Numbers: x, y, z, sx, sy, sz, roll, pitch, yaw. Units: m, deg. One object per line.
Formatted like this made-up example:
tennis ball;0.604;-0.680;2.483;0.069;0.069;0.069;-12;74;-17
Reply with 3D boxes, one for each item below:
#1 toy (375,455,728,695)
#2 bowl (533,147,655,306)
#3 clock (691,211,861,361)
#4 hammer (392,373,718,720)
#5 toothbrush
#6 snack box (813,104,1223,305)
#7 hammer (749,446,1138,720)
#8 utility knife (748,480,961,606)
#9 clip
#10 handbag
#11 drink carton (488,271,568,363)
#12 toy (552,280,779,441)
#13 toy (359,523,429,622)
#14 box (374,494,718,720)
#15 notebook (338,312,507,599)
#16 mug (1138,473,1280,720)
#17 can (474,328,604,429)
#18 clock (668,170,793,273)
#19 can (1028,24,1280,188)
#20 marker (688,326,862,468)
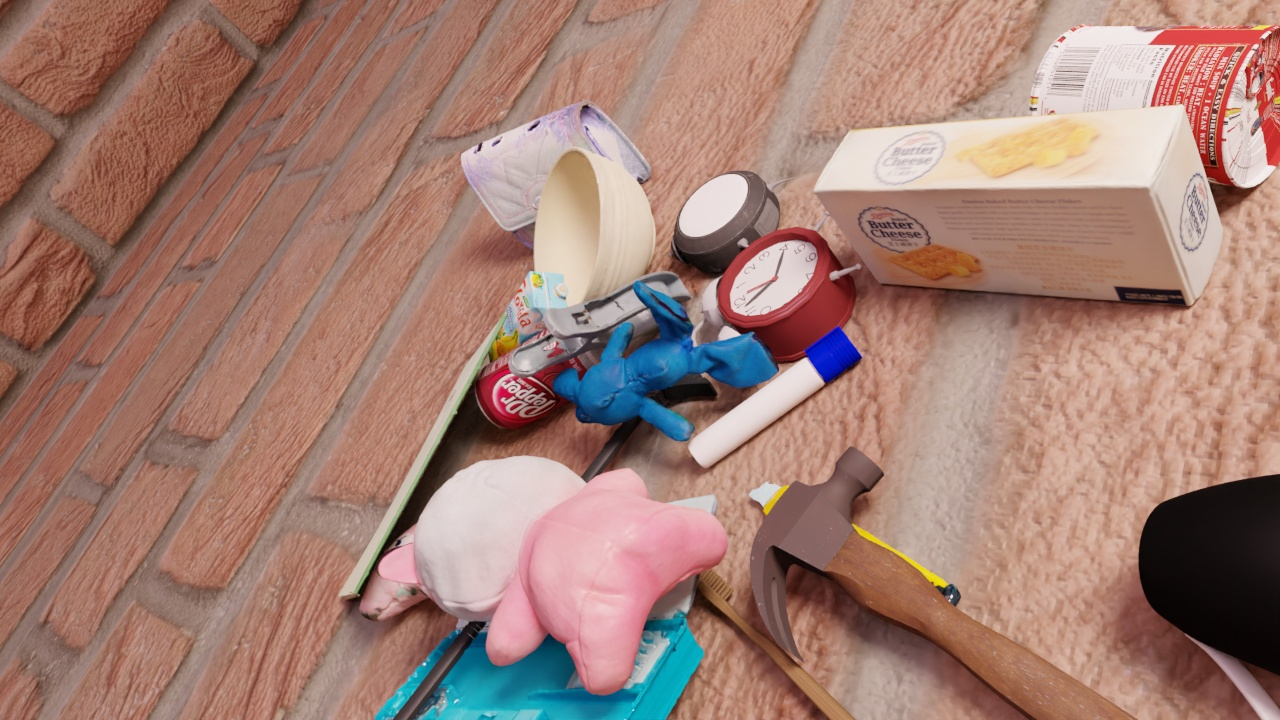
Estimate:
toy;-0.060;0.114;0.568;0.213;0.084;0.141;9;47;47
bowl;-0.034;-0.110;0.821;0.151;0.075;0.150;-8;82;63
clock;0.097;-0.043;0.676;0.138;0.048;0.096;-32;40;17
hammer;-0.061;0.122;0.649;0.095;0.015;0.324;6;49;47
toothbrush;0.079;0.168;0.531;0.016;0.016;0.167;-50;37;-3
snack box;0.220;-0.092;0.554;0.208;0.104;0.057;10;65;48
hammer;0.175;0.149;0.428;0.115;0.033;0.323;-52;42;-6
utility knife;0.120;0.110;0.546;0.030;0.017;0.163;-44;33;-13
clip;-0.018;-0.040;0.705;0.162;0.028;0.108;-24;-15;-37
handbag;-0.085;-0.180;0.910;0.159;0.126;0.069;-13;51;34
drink carton;-0.102;-0.032;0.819;0.129;0.038;0.044;-46;48;52
toy;-0.004;0.004;0.653;0.177;0.113;0.070;-24;19;36
toy;-0.183;0.165;0.758;0.099;0.053;0.095;-27;30;25
box;-0.055;0.181;0.616;0.228;0.056;0.184;-16;29;39
notebook;-0.190;0.088;0.797;0.252;0.010;0.182;-65;12;-22
mug;0.264;0.103;0.370;0.100;0.084;0.119;-5;83;56
can;-0.082;0.011;0.788;0.114;0.063;0.063;-29;41;22
clock;0.067;-0.120;0.777;0.123;0.044;0.091;4;60;46
can;0.306;-0.152;0.541;0.086;0.086;0.116;-53;38;-8
marker;0.092;0.027;0.638;0.133;0.023;0.027;-37;42;13
